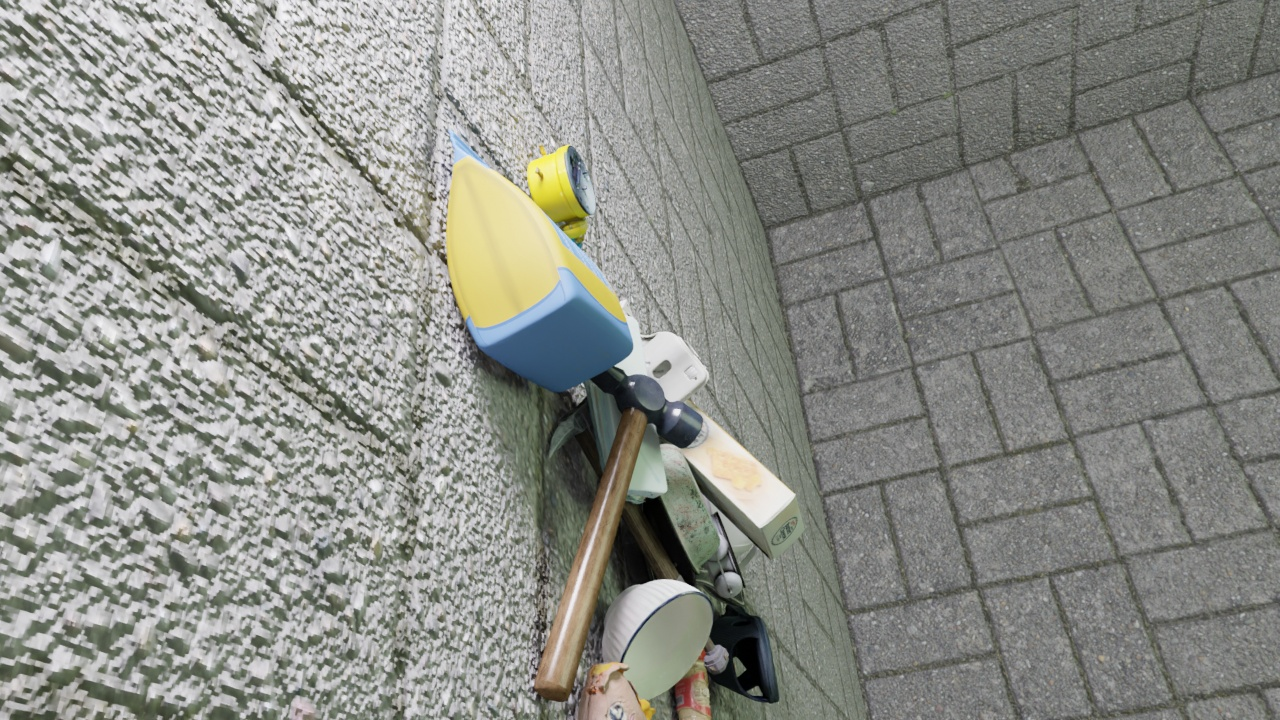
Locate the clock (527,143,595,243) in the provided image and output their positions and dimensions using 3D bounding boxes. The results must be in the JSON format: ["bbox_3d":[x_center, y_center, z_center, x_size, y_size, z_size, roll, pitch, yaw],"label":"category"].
[{"bbox_3d":[-0.084,-0.189,1.050,0.083,0.057,0.119,-91,160,-46],"label":"clock"}]

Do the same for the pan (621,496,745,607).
[{"bbox_3d":[0.059,0.257,1.121,0.357,0.055,0.187,52,27,-56],"label":"pan"}]

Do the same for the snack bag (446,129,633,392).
[{"bbox_3d":[-0.103,-0.091,0.819,0.205,0.102,0.159,66,11,22],"label":"snack bag"}]

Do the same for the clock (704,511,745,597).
[{"bbox_3d":[0.092,0.231,1.081,0.122,0.035,0.094,-75,144,-84],"label":"clock"}]

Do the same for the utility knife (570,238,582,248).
[{"bbox_3d":[-0.087,-0.113,1.048,0.031,0.015,0.178,63,19,-22],"label":"utility knife"}]

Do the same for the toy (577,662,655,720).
[{"bbox_3d":[0.018,0.348,0.844,0.264,0.065,0.195,66,27,-26],"label":"toy"}]

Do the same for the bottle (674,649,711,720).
[{"bbox_3d":[0.057,0.366,1.029,0.044,0.044,0.109,57,22,-49],"label":"bottle"}]

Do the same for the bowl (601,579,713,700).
[{"bbox_3d":[0.006,0.254,0.870,0.062,0.118,0.118,31,-20,41],"label":"bowl"}]

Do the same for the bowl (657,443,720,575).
[{"bbox_3d":[0.047,0.153,0.997,0.157,0.038,0.157,-21,87,-89],"label":"bowl"}]

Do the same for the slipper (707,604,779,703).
[{"bbox_3d":[0.121,0.384,1.201,0.264,0.082,0.101,137,-60,-84],"label":"slipper"}]

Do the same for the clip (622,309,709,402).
[{"bbox_3d":[0.001,0.012,1.059,0.152,0.126,0.097,54,7,34],"label":"clip"}]

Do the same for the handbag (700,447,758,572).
[{"bbox_3d":[0.096,0.207,1.267,0.222,0.096,0.215,0,75,-65],"label":"handbag"}]

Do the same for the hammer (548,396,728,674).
[{"bbox_3d":[0.006,0.187,0.935,0.317,0.028,0.146,60,26,-7],"label":"hammer"}]

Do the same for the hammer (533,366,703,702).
[{"bbox_3d":[-0.033,0.139,0.803,0.129,0.040,0.320,34,48,-19],"label":"hammer"}]

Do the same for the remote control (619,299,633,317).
[{"bbox_3d":[-0.005,-0.013,1.255,0.050,0.011,0.136,-69,141,-67],"label":"remote control"}]

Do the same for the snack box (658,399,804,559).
[{"bbox_3d":[0.096,0.131,1.076,0.208,0.057,0.104,42,-13,33],"label":"snack box"}]

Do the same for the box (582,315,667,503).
[{"bbox_3d":[-0.023,0.043,0.926,0.083,0.066,0.198,42,34,-64],"label":"box"}]
